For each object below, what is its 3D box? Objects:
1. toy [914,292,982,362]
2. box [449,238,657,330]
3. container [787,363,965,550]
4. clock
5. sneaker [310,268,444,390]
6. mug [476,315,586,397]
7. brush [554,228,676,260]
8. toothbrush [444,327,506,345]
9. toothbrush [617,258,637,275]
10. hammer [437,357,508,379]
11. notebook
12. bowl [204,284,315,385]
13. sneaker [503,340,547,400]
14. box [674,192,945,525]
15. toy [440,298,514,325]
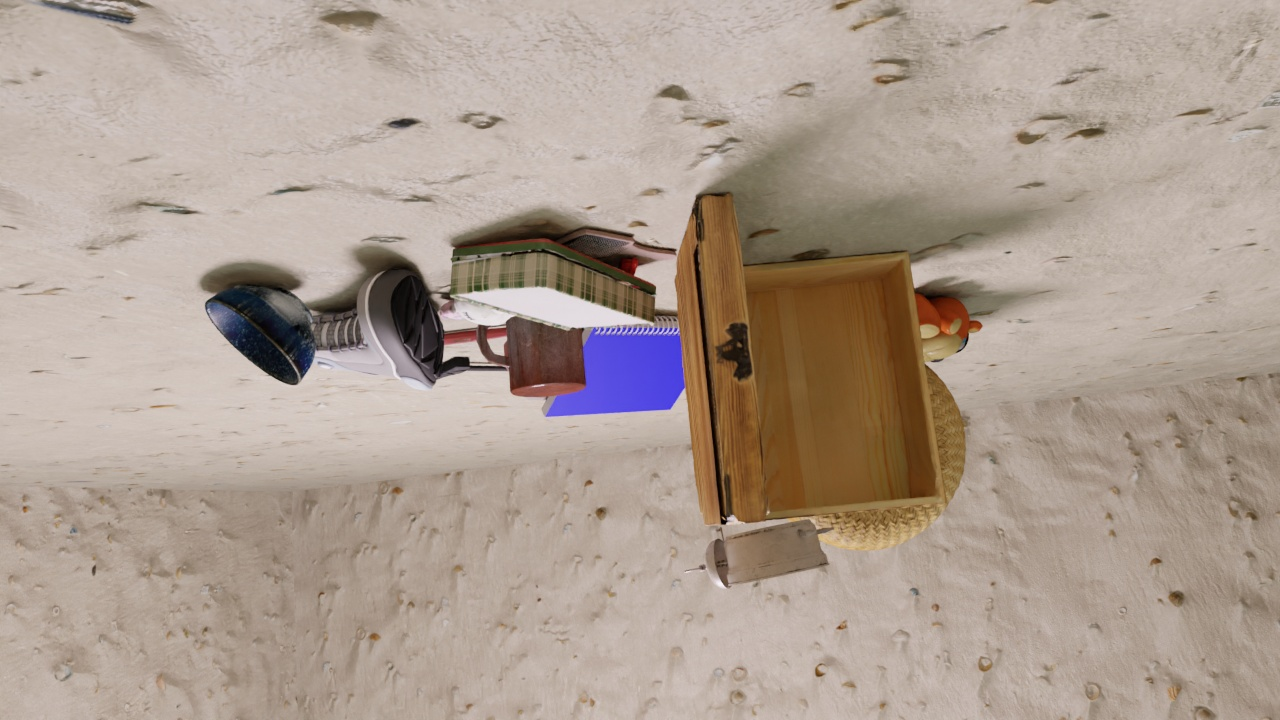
[{"bbox_3d":[0.382,-0.045,1.219,0.112,0.096,0.175,-18,175,44],"label":"toy"},{"bbox_3d":[-0.077,-0.069,0.885,0.118,0.051,0.205,-4,171,31],"label":"box"},{"bbox_3d":[0.308,0.113,1.324,0.307,0.307,0.196,-5,180,-4],"label":"container"},{"bbox_3d":[0.116,0.197,0.943,0.157,0.061,0.103,-17,166,21],"label":"clock"},{"bbox_3d":[-0.295,-0.032,0.945,0.160,0.093,0.257,3,168,-2],"label":"sneaker"},{"bbox_3d":[-0.124,-0.015,1.045,0.122,0.110,0.096,-3,164,-16],"label":"mug"},{"bbox_3d":[-0.016,-0.103,0.871,0.135,0.015,0.050,4,167,-43],"label":"brush"},{"bbox_3d":[-0.168,-0.037,1.148,0.190,0.016,0.016,-7,165,7],"label":"toothbrush"},{"bbox_3d":[-0.021,-0.078,1.008,0.018,0.012,0.213,7,169,-4],"label":"toothbrush"},{"bbox_3d":[-0.160,0.015,1.442,0.324,0.015,0.095,1,167,-35],"label":"hammer"},{"bbox_3d":[-0.007,0.007,1.203,0.208,0.022,0.172,-1,136,-37],"label":"notebook"},{"bbox_3d":[-0.357,-0.036,0.893,0.114,0.060,0.114,28,151,16],"label":"bowl"},{"bbox_3d":[-0.087,0.007,1.239,0.235,0.089,0.099,13,125,-46],"label":"sneaker"},{"bbox_3d":[0.159,0.015,0.893,0.286,0.279,0.336,-6,171,0],"label":"box"},{"bbox_3d":[-0.161,-0.057,0.982,0.123,0.038,0.079,-8,177,25],"label":"toy"}]
